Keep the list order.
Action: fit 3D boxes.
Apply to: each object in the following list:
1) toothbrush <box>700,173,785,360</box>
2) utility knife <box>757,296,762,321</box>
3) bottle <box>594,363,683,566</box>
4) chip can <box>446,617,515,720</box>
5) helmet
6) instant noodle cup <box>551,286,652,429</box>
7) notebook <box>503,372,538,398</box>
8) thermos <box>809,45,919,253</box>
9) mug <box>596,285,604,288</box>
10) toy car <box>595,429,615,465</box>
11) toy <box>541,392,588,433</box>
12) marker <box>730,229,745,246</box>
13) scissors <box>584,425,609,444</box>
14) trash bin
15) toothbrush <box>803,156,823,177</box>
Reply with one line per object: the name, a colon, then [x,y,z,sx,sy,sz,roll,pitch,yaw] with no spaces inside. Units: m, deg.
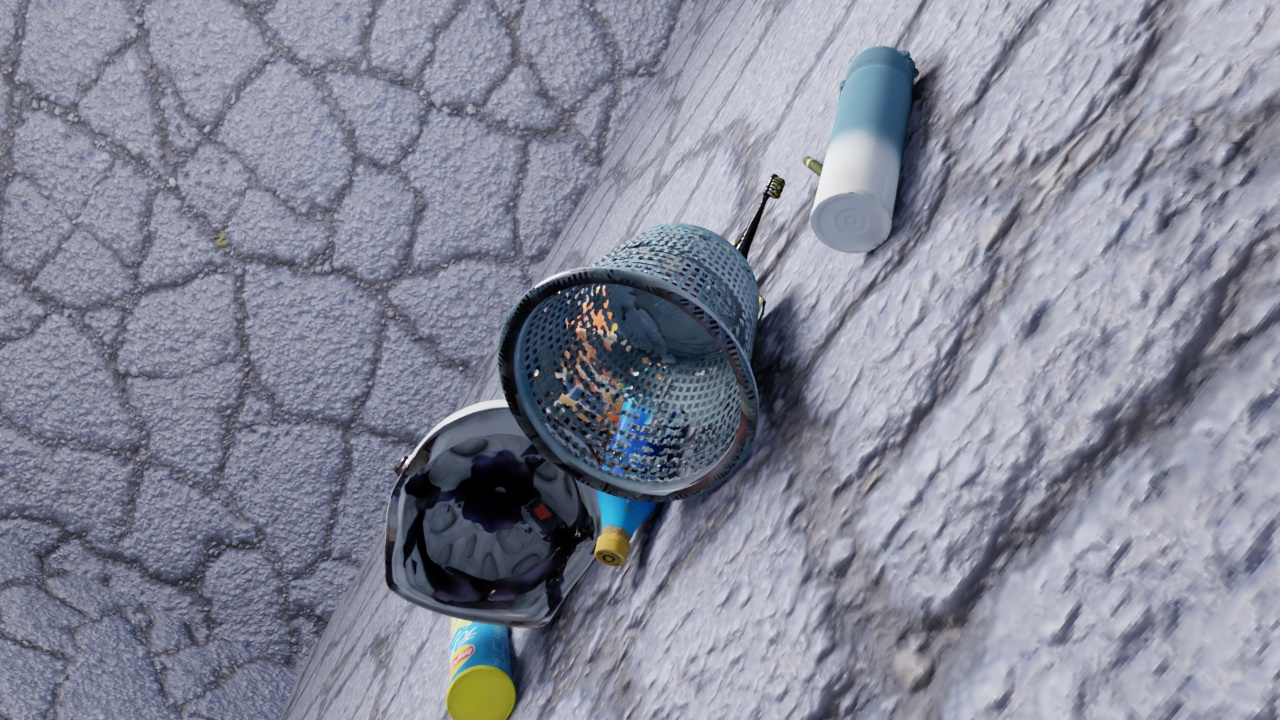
toothbrush: [0.096,-0.093,0.947,0.027,0.026,0.213,41,116,37]
utility knife: [0.102,-0.068,0.963,0.031,0.018,0.162,-62,11,12]
bottle: [-0.002,0.100,0.897,0.065,0.065,0.218,-46,21,46]
chip can: [-0.184,0.335,1.046,0.071,0.071,0.210,-60,14,2]
helmet: [-0.155,0.149,0.994,0.146,0.229,0.259,-120,46,-71]
instant noodle cup: [-0.024,-0.010,1.048,0.152,0.151,0.111,-46,12,46]
notebook: [-0.083,-0.010,1.274,0.205,0.010,0.146,-35,10,-29]
thermos: [0.193,-0.188,0.785,0.070,0.070,0.219,-43,21,50]
mug: [-0.001,-0.069,1.144,0.115,0.106,0.081,-58,14,12]
toy car: [-0.022,0.106,1.013,0.049,0.031,0.106,-59,24,-5]
toy: [-0.129,0.075,1.303,0.137,0.091,0.357,-38,6,-23]
marker: [0.093,-0.119,1.108,0.124,0.015,0.018,-43,23,43]
scissors: [-0.059,0.103,1.191,0.207,0.015,0.193,-55,15,20]
trash bin: [0.016,-0.021,0.825,0.227,0.226,0.194,-50,5,37]
toothbrush: [0.188,-0.185,0.908,0.017,0.012,0.185,-50,16,15]
